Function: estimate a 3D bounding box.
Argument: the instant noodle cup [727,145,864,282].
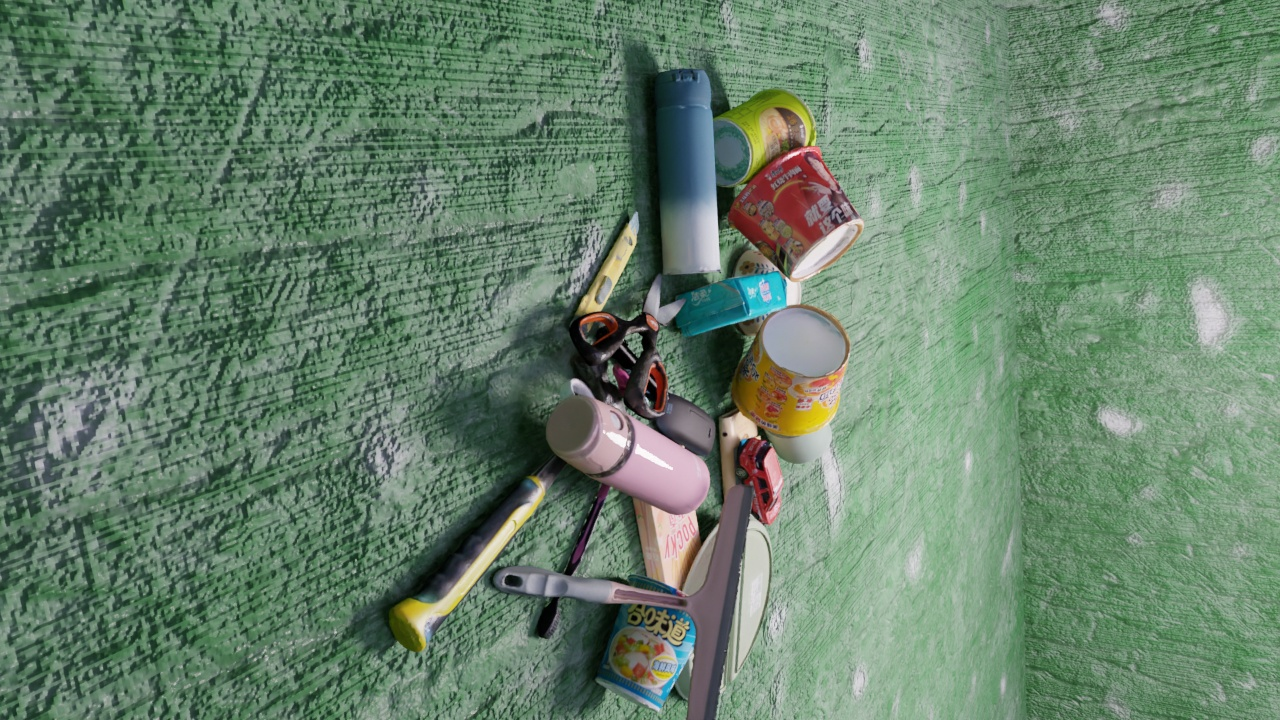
[{"bbox_3d":[0.189,-0.168,1.082,0.108,0.138,0.137,54,28,18],"label":"instant noodle cup"}]

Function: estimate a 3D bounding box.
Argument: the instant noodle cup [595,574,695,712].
[{"bbox_3d":[0.008,0.286,0.920,0.099,0.099,0.109,52,58,-45],"label":"instant noodle cup"}]

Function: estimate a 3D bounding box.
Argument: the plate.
[{"bbox_3d":[0.103,0.293,1.088,0.229,0.027,0.230,-28,125,-52],"label":"plate"}]

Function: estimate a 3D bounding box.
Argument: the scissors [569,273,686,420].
[{"bbox_3d":[-0.004,-0.037,0.906,0.189,0.022,0.228,29,38,-34],"label":"scissors"}]

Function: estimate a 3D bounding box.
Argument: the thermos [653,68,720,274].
[{"bbox_3d":[0.050,-0.203,0.992,0.070,0.070,0.220,-12,101,-57],"label":"thermos"}]

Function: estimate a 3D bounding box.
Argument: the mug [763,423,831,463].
[{"bbox_3d":[0.197,0.064,1.221,0.111,0.082,0.106,-103,165,-45],"label":"mug"}]

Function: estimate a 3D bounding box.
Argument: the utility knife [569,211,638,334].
[{"bbox_3d":[-0.033,-0.087,0.915,0.031,0.018,0.165,64,37,-44],"label":"utility knife"}]

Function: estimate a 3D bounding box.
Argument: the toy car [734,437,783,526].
[{"bbox_3d":[0.152,0.153,1.140,0.052,0.045,0.121,-48,134,-41],"label":"toy car"}]

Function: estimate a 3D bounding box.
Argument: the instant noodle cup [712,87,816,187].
[{"bbox_3d":[0.130,-0.256,1.085,0.123,0.112,0.112,-31,116,-44],"label":"instant noodle cup"}]

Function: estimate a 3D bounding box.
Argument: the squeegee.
[{"bbox_3d":[-0.024,0.215,0.847,0.249,0.040,0.247,16,82,-27],"label":"squeegee"}]

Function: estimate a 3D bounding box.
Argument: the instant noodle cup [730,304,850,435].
[{"bbox_3d":[0.188,0.007,1.113,0.110,0.138,0.137,98,15,-56],"label":"instant noodle cup"}]

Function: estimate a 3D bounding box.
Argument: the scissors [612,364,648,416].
[{"bbox_3d":[-0.004,0.036,0.922,0.056,0.017,0.133,63,5,12],"label":"scissors"}]

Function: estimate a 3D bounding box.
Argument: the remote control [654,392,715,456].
[{"bbox_3d":[0.058,0.075,1.047,0.136,0.024,0.053,33,62,-53],"label":"remote control"}]

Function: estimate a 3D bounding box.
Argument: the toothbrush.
[{"bbox_3d":[-0.056,0.180,0.883,0.018,0.014,0.188,67,38,-48],"label":"toothbrush"}]

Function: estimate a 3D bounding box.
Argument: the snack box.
[{"bbox_3d":[0.030,0.179,1.005,0.084,0.026,0.157,-34,118,-52],"label":"snack box"}]

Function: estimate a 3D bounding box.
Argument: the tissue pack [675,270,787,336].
[{"bbox_3d":[0.106,-0.067,1.054,0.133,0.093,0.050,-15,88,-57],"label":"tissue pack"}]

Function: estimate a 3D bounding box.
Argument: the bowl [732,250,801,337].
[{"bbox_3d":[0.168,-0.087,1.182,0.113,0.062,0.113,2,87,-58],"label":"bowl"}]

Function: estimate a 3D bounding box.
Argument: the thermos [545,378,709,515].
[{"bbox_3d":[-0.012,0.081,0.851,0.198,0.067,0.087,35,30,-50],"label":"thermos"}]

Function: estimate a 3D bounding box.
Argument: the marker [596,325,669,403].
[{"bbox_3d":[-0.006,0.006,0.950,0.022,0.020,0.132,-42,135,-2],"label":"marker"}]

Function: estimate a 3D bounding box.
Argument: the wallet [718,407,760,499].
[{"bbox_3d":[0.127,0.116,1.159,0.087,0.024,0.115,-19,107,-51],"label":"wallet"}]

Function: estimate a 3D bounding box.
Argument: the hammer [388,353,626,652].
[{"bbox_3d":[-0.100,0.124,0.796,0.322,0.032,0.126,-49,129,-45],"label":"hammer"}]
